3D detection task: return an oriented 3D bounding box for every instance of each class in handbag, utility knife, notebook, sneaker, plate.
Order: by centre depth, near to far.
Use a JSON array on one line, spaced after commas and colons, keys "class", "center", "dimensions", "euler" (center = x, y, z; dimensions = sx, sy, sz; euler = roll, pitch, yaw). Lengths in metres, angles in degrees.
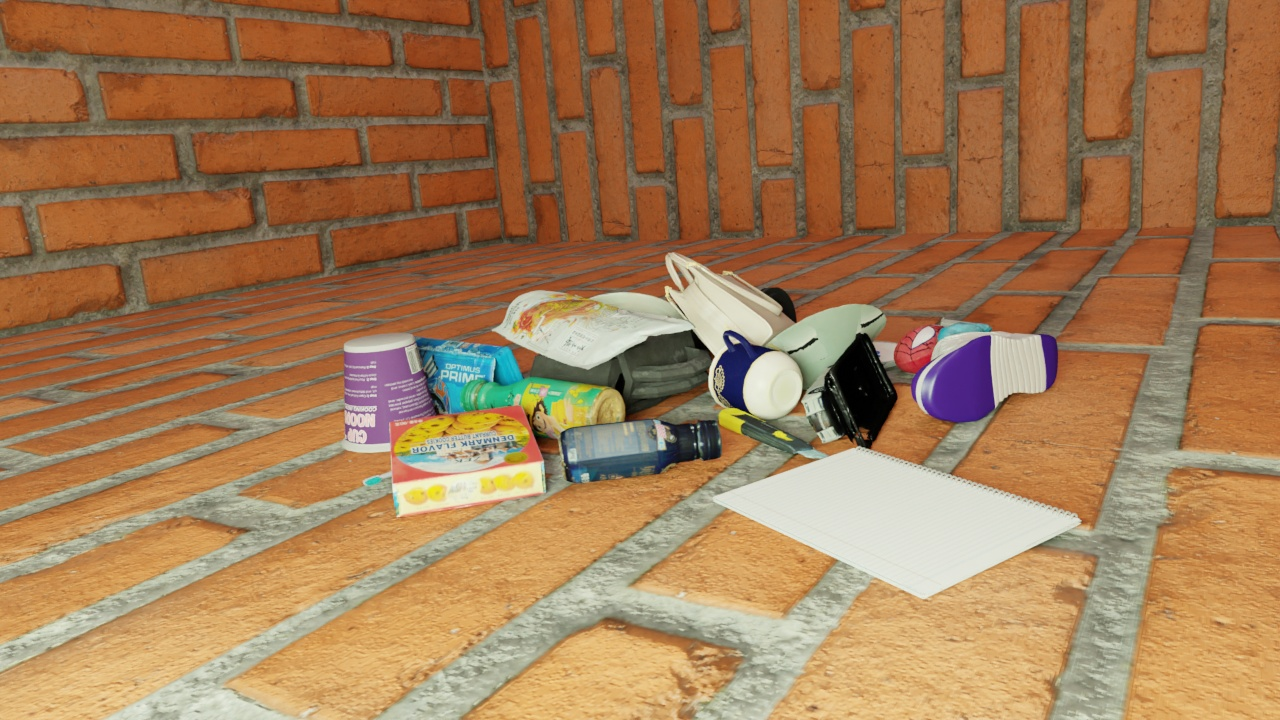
[{"class": "notebook", "center": [0.205, 0.125, 0.770], "dimensions": [0.177, 0.013, 0.246], "euler": [-14, 15, -29]}, {"class": "utility knife", "center": [0.139, 0.080, 0.982], "dimensions": [0.028, 0.020, 0.188], "euler": [-12, 16, -24]}, {"class": "sneaker", "center": [0.373, 0.008, 1.062], "dimensions": [0.243, 0.092, 0.111], "euler": [-9, 12, -37]}, {"class": "handbag", "center": [-0.006, 0.007, 1.164], "dimensions": [0.200, 0.102, 0.196], "euler": [4, 15, 33]}, {"class": "handbag", "center": [0.108, -0.077, 1.233], "dimensions": [0.198, 0.101, 0.194], "euler": [46, 17, 16]}, {"class": "plate", "center": [0.309, -0.007, 1.313], "dimensions": [0.157, 0.014, 0.157], "euler": [-4, 13, 1]}]

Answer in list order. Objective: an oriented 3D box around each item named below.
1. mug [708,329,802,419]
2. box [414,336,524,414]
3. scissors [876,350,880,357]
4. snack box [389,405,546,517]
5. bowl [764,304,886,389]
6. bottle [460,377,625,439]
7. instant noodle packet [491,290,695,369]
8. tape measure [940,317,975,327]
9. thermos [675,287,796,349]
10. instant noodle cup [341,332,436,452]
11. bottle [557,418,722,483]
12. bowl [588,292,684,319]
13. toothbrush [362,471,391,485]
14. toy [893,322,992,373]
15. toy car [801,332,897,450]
[{"class": "mug", "center": [0.135, 0.015, 1.067], "dimensions": [0.085, 0.112, 0.089], "euler": [-37, 28, -20]}, {"class": "box", "center": [-0.263, 0.028, 1.228], "dimensions": [0.244, 0.092, 0.085], "euler": [6, 37, 41]}, {"class": "scissors", "center": [0.264, -0.005, 1.255], "dimensions": [0.131, 0.022, 0.070], "euler": [3, 13, 20]}, {"class": "snack box", "center": [-0.178, 0.097, 0.924], "dimensions": [0.142, 0.040, 0.145], "euler": [-7, 22, -14]}, {"class": "bowl", "center": [0.235, 0.004, 1.149], "dimensions": [0.174, 0.067, 0.174], "euler": [-15, -26, -8]}, {"class": "bottle", "center": [-0.120, 0.053, 1.063], "dimensions": [0.210, 0.068, 0.067], "euler": [6, 16, 34]}, {"class": "instant noodle packet", "center": [-0.070, -0.043, 1.113], "dimensions": [0.146, 0.057, 0.269], "euler": [-26, 22, -27]}, {"class": "tape measure", "center": [0.434, -0.024, 1.234], "dimensions": [0.060, 0.062, 0.020], "euler": [11, 19, 34]}, {"class": "thermos", "center": [0.131, -0.056, 1.420], "dimensions": [0.219, 0.106, 0.105], "euler": [0, 13, 43]}, {"class": "instant noodle cup", "center": [-0.309, 0.032, 1.117], "dimensions": [0.122, 0.122, 0.137], "euler": [-7, 13, -9]}, {"class": "bottle", "center": [0.000, 0.087, 0.912], "dimensions": [0.160, 0.056, 0.056], "euler": [-6, 13, -6]}, {"class": "bowl", "center": [-0.021, -0.030, 1.344], "dimensions": [0.177, 0.057, 0.177], "euler": [2, -27, 1]}, {"class": "toothbrush", "center": [-0.216, 0.105, 0.997], "dimensions": [0.019, 0.018, 0.187], "euler": [15, 22, 42]}, {"class": "toy", "center": [0.388, -0.022, 1.192], "dimensions": [0.133, 0.062, 0.092], "euler": [-28, 0, 44]}, {"class": "toy car", "center": [0.224, 0.040, 1.019], "dimensions": [0.071, 0.094, 0.191], "euler": [-27, 3, 27]}]
